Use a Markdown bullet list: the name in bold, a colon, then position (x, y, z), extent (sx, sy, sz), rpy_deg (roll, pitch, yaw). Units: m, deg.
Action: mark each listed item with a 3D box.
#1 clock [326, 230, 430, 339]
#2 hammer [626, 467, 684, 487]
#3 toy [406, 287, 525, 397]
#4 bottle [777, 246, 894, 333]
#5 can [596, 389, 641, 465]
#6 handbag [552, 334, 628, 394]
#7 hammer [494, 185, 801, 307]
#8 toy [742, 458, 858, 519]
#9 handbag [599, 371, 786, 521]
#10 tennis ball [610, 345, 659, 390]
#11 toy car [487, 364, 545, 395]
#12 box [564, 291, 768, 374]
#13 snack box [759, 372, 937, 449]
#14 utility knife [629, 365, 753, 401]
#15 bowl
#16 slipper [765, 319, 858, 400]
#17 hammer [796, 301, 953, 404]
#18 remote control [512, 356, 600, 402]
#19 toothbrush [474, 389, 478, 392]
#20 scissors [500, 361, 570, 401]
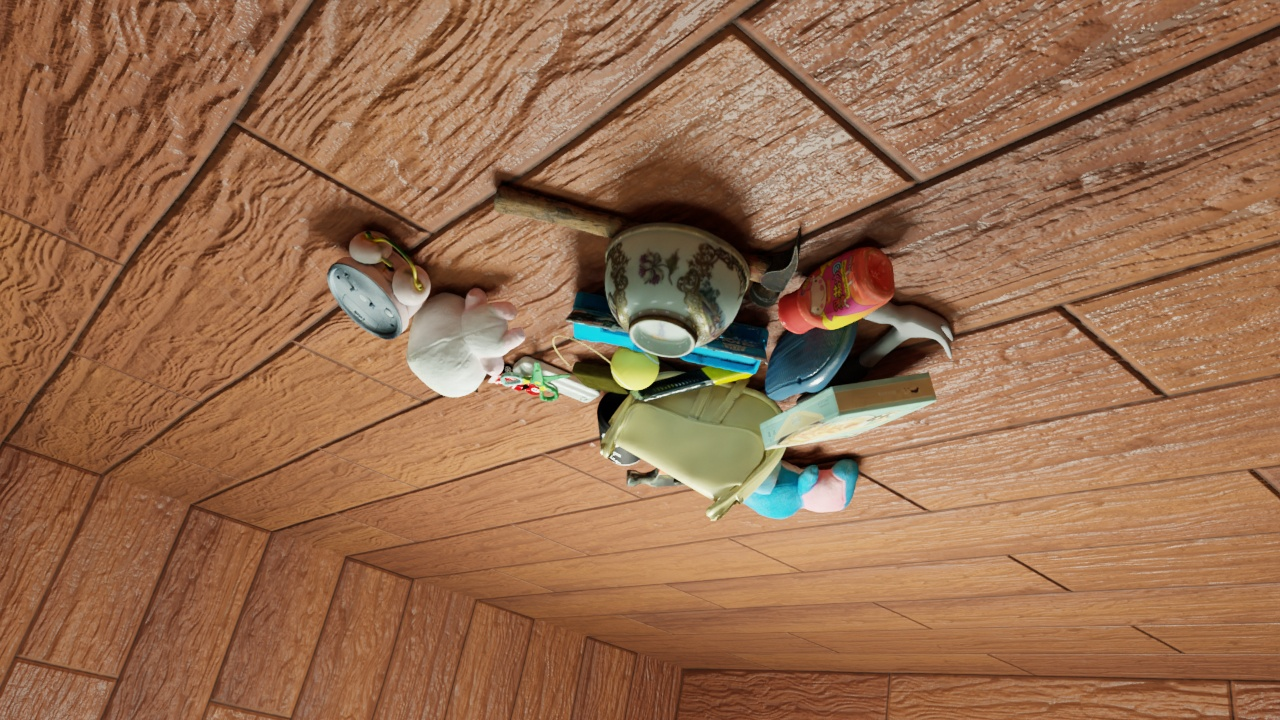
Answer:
- **clock**: position (-0.319, -0.096, 1.132), extent (0.117, 0.058, 0.158), rpy_deg (41, 144, -4)
- **hammer**: position (0.059, 0.135, 1.488), extent (0.133, 0.033, 0.334), rpy_deg (2, 151, -6)
- **toy**: position (-0.229, -0.028, 1.201), extent (0.180, 0.139, 0.101), rpy_deg (-17, 179, 26)
- **bottle**: position (0.205, -0.070, 0.980), extent (0.048, 0.071, 0.135), rpy_deg (14, 154, -31)
- **can**: position (-0.025, 0.105, 1.421), extent (0.080, 0.080, 0.146), rpy_deg (9, 154, 5)
- **handbag**: position (-0.073, 0.000, 1.273), extent (0.084, 0.027, 0.178), rpy_deg (9, 161, 23)
- **hammer**: position (0.007, -0.138, 0.983), extent (0.330, 0.033, 0.120), rpy_deg (14, 150, -4)
- **toy**: position (0.261, 0.212, 1.516), extent (0.191, 0.098, 0.224), rpy_deg (-5, 159, 8)
- **handbag**: position (0.080, 0.102, 1.277), extent (0.233, 0.190, 0.089), rpy_deg (29, 161, 6)
- **tennis ball**: position (-0.007, 0.007, 1.234), extent (0.065, 0.065, 0.065), rpy_deg (10, 154, 5)
- **toy car**: position (-0.185, 0.033, 1.406), extent (0.089, 0.025, 0.038), rpy_deg (21, 152, -19)
- **box**: position (0.035, -0.039, 1.125), extent (0.243, 0.060, 0.175), rpy_deg (11, 175, 2)
- **snack box**: position (0.258, 0.066, 1.166), extent (0.141, 0.044, 0.194), rpy_deg (-6, 165, -21)
- **utility knife**: position (0.067, 0.028, 1.236), extent (0.175, 0.028, 0.020), rpy_deg (-14, 143, 13)
- **bowl**: position (0.031, -0.061, 0.978), extent (0.160, 0.093, 0.160), rpy_deg (10, 151, 6)
- **slipper**: position (0.205, -0.003, 1.087), extent (0.059, 0.103, 0.214), rpy_deg (16, 158, -11)
- **hammer**: position (0.279, 0.010, 1.161), extent (0.125, 0.029, 0.312), rpy_deg (16, 154, -8)
- **remote control**: position (-0.126, 0.032, 1.382), extent (0.133, 0.022, 0.050), rpy_deg (23, 152, -21)
- **toothbrush**: position (-0.297, 0.008, 1.424), extent (0.014, 0.017, 0.188), rpy_deg (5, 157, 23)
- **scissors**: position (-0.158, 0.028, 1.348), extent (0.123, 0.011, 0.127), rpy_deg (10, 153, 3)
